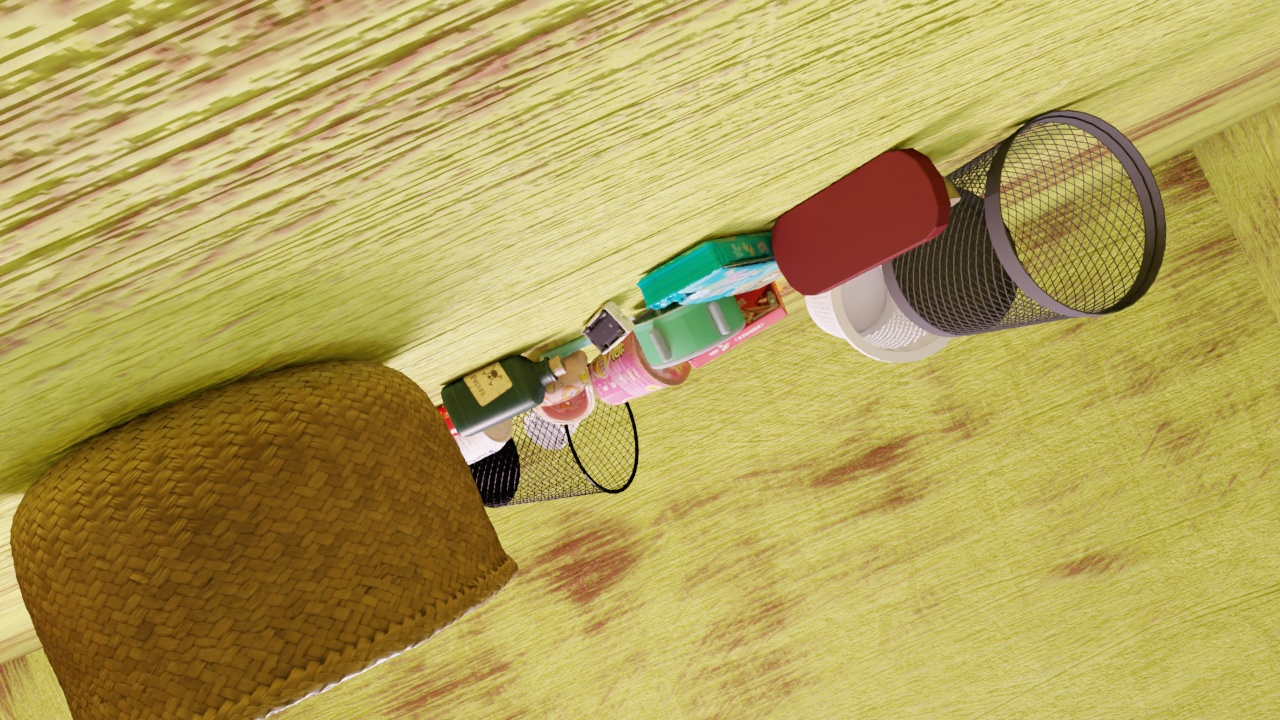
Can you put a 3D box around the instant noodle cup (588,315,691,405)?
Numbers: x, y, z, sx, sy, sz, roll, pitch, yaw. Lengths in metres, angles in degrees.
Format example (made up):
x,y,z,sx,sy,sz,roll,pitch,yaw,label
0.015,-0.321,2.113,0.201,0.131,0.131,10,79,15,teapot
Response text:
x,y,z,sx,sy,sz,roll,pitch,yaw,label
-0.007,0.007,1.167,0.109,0.097,0.097,-31,172,41,instant noodle cup

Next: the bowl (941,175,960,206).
x,y,z,sx,sy,sz,roll,pitch,yaw,label
0.239,-0.150,0.924,0.152,0.050,0.152,-24,176,-2,bowl

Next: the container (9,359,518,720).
x,y,z,sx,sy,sz,roll,pitch,yaw,label
-0.267,0.129,0.650,0.307,0.196,0.307,-24,178,-1,container

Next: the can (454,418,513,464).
x,y,z,sx,sy,sz,roll,pitch,yaw,label
-0.243,0.103,1.237,0.136,0.078,0.078,-26,175,30,can

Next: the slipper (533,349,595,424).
x,y,z,sx,sy,sz,roll,pitch,yaw,label
-0.097,0.041,1.119,0.093,0.081,0.197,-22,-174,-2,slipper

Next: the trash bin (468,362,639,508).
x,y,z,sx,sy,sz,roll,pitch,yaw,label
-0.140,0.120,1.310,0.211,0.184,0.183,-17,179,27,trash bin

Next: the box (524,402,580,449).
x,y,z,sx,sy,sz,roll,pitch,yaw,label
-0.160,0.073,1.452,0.084,0.141,0.139,-23,-154,37,box

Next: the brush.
x,y,z,sx,sy,sz,roll,pitch,yaw,label
0.198,-0.123,0.828,0.041,0.082,0.174,-20,174,-44,brush

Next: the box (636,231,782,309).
x,y,z,sx,sy,sz,roll,pitch,yaw,label
0.094,-0.092,0.913,0.094,0.041,0.226,-27,175,35,box

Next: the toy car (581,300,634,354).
x,y,z,sx,sy,sz,roll,pitch,yaw,label
-0.030,-0.038,0.964,0.039,0.039,0.113,-45,-177,-21,toy car

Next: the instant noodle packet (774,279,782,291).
x,y,z,sx,sy,sz,roll,pitch,yaw,label
0.082,-0.062,1.244,0.221,0.032,0.159,-25,169,12,instant noodle packet

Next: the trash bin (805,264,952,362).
x,y,z,sx,sy,sz,roll,pitch,yaw,label
0.330,-0.098,1.310,0.195,0.195,0.199,-23,-175,-6,trash bin

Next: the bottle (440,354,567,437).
x,y,z,sx,sy,sz,roll,pitch,yaw,label
-0.143,0.030,0.995,0.131,0.061,0.061,-24,177,6,bottle

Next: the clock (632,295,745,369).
x,y,z,sx,sy,sz,roll,pitch,yaw,label
0.053,-0.050,1.066,0.122,0.075,0.161,-25,-172,6,clock

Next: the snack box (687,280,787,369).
x,y,z,sx,sy,sz,roll,pitch,yaw,label
0.109,-0.055,1.125,0.133,0.089,0.021,-32,131,19,snack box

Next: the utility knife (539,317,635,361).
x,y,z,sx,sy,sz,roll,pitch,yaw,label
-0.063,-0.023,1.092,0.126,0.015,0.022,-24,159,-1,utility knife

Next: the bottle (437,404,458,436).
x,y,z,sx,sy,sz,roll,pitch,yaw,label
-0.234,0.073,1.155,0.141,0.042,0.042,-24,176,-3,bottle

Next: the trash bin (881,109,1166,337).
x,y,z,sx,sy,sz,roll,pitch,yaw,label
0.420,-0.138,1.050,0.217,0.217,0.228,-22,180,-21,trash bin
